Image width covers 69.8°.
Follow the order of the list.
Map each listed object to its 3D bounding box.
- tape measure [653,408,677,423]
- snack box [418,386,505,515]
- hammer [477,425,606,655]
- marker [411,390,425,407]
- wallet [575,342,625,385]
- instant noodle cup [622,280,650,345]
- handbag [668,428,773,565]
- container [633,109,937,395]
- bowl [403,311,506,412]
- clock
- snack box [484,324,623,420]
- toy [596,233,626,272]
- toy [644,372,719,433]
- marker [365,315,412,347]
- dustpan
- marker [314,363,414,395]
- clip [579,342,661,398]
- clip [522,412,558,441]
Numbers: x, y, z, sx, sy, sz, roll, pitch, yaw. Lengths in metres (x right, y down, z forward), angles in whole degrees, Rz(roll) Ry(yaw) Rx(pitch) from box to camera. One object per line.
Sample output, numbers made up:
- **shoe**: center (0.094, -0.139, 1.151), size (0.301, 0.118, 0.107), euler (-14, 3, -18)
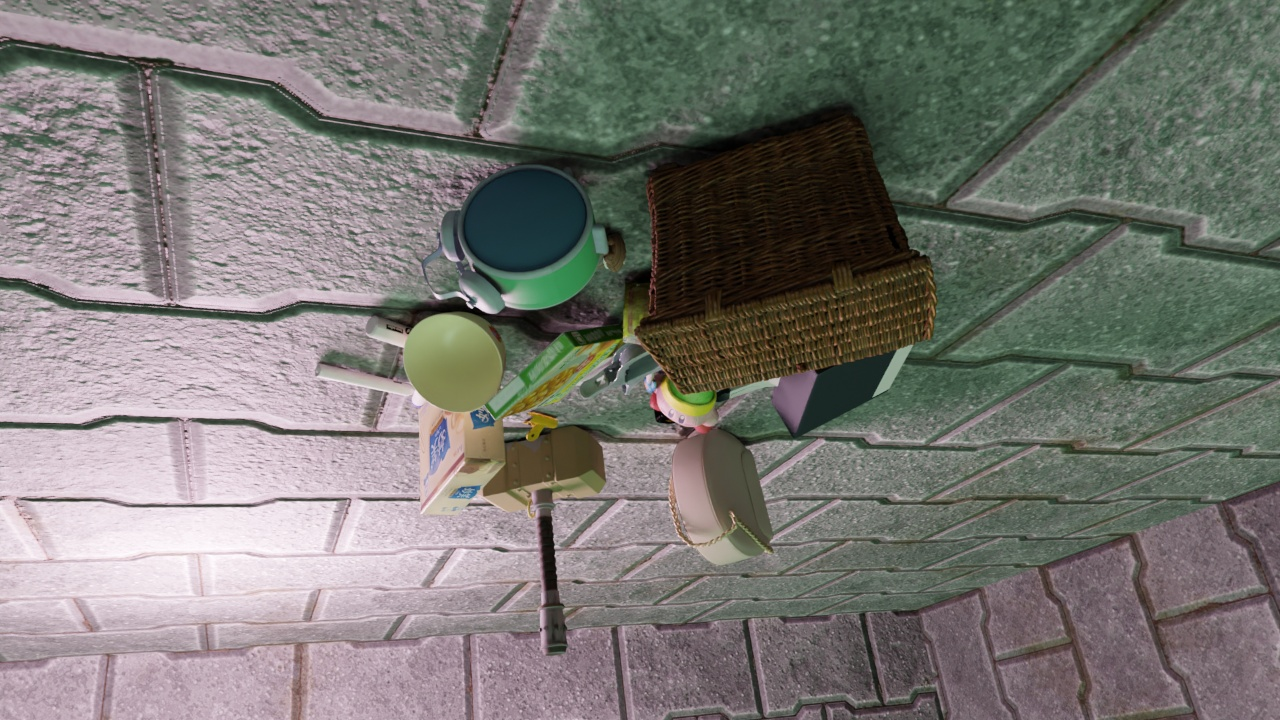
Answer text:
- **tape measure**: center (0.050, 0.069, 1.351), size (0.067, 0.038, 0.062), euler (-15, 162, 21)
- **snack box**: center (-0.236, 0.097, 1.189), size (0.055, 0.153, 0.208), euler (7, 151, -27)
- **hammer**: center (-0.143, 0.280, 1.399), size (0.190, 0.324, 0.101), euler (-13, 154, 11)
- **marker**: center (-0.275, 0.024, 1.181), size (0.020, 0.020, 0.142), euler (3, 153, -22)
- **wallet**: center (-0.043, 0.001, 1.190), size (0.116, 0.032, 0.086), euler (-23, 159, 21)
- **instant noodle cup**: center (0.035, -0.052, 1.034), size (0.108, 0.102, 0.102), euler (2, 154, 0)
- **handbag**: center (0.138, 0.218, 1.482), size (0.104, 0.210, 0.208), euler (-23, 158, 27)
- **container**: center (0.126, -0.098, 0.846), size (0.250, 0.183, 0.162), euler (-13, 155, 13)
- **bowl**: center (-0.204, -0.008, 1.061), size (0.118, 0.118, 0.073), euler (-16, -164, 18)
- **clock**: center (-0.117, -0.102, 0.829), size (0.161, 0.122, 0.075), euler (-25, 155, -7)
- **snack box**: center (-0.094, 0.011, 1.072), size (0.132, 0.027, 0.167), euler (-41, 171, 19)
- **toy**: center (-0.055, -0.114, 0.933), size (0.055, 0.041, 0.101), euler (1, 173, 39)
- **toy**: center (0.064, 0.033, 1.258), size (0.124, 0.096, 0.131), euler (32, 163, 7)
- **marker**: center (-0.264, -0.023, 1.080), size (0.025, 0.025, 0.125), euler (-26, 149, 34)
- **dustpan**: center (0.242, 0.024, 1.307), size (0.273, 0.080, 0.237), euler (-26, 157, -10)
- **marker**: center (-0.349, 0.025, 1.168), size (0.133, 0.017, 0.020), euler (16, -178, -41)
- **clip**: center (0.004, 0.006, 1.151), size (0.107, 0.028, 0.164), euler (0, 156, -38)
- **clip**: center (-0.153, 0.099, 1.362), size (0.046, 0.035, 0.053), euler (-34, 146, 30)
